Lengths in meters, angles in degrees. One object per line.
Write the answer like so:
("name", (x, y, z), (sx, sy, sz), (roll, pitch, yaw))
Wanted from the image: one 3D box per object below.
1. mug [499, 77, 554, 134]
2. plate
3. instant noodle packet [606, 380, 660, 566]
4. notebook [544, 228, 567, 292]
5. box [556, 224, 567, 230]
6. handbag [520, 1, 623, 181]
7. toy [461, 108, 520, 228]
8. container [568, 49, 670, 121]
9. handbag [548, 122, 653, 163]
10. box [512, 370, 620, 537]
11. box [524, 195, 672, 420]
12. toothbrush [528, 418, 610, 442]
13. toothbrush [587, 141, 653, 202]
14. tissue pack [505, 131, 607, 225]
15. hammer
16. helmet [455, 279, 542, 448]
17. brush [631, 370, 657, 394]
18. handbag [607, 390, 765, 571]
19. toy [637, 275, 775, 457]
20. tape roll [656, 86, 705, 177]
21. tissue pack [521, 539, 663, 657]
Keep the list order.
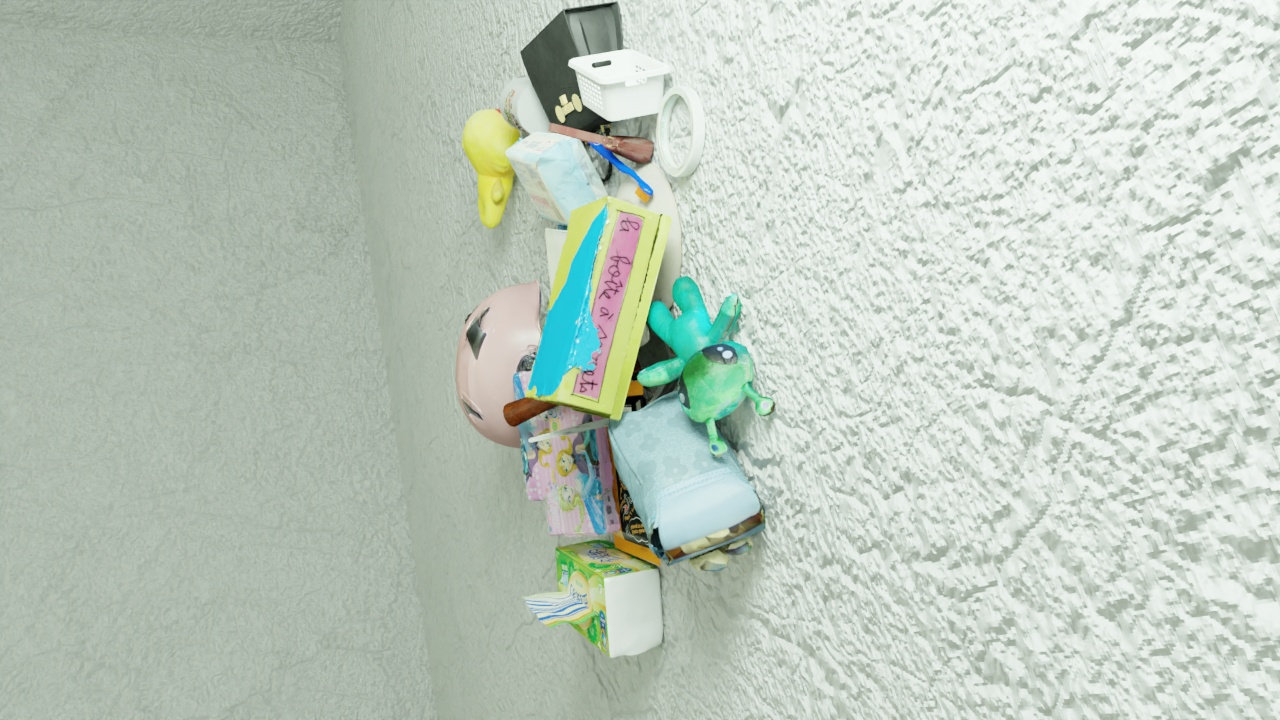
("mug", (-0.147, -0.376, 1.307), (0.105, 0.073, 0.089), (-63, 31, 8))
("plate", (-0.004, -0.136, 1.076), (0.189, 0.027, 0.188), (174, 90, -66))
("instant noodle packet", (-0.016, 0.137, 1.157), (0.160, 0.032, 0.220), (172, 92, -69))
("notebook", (-0.083, -0.093, 1.191), (0.209, 0.012, 0.153), (-157, 61, -65))
("box", (-0.095, -0.075, 1.293), (0.175, 0.033, 0.231), (-160, 66, -65))
("handbag", (-0.070, -0.325, 1.168), (0.176, 0.072, 0.196), (4, 110, 66))
("toy", (-0.242, -0.322, 1.502), (0.134, 0.092, 0.208), (-147, 53, -65))
("container", (-0.024, -0.307, 1.023), (0.129, 0.080, 0.050), (-129, 29, -56))
("handbag", (-0.048, -0.249, 1.035), (0.055, 0.119, 0.029), (32, 111, 61))
("box", (-0.107, 0.114, 1.196), (0.160, 0.035, 0.230), (-13, 83, 40))
("box", (-0.047, -0.052, 0.974), (0.124, 0.080, 0.221), (-2, 75, 66))
("toothbrush", (-0.036, 0.068, 1.002), (0.010, 0.181, 0.010), (1, 101, 64))
("toothbrush", (-0.029, -0.228, 1.070), (0.182, 0.016, 0.018), (51, 122, 47))
("tissue pack", (-0.110, -0.241, 1.213), (0.112, 0.070, 0.182), (60, 167, -26))
("hammer", (-0.068, 0.028, 1.112), (0.302, 0.028, 0.111), (-23, 84, 41))
("helmet", (-0.200, 0.007, 1.372), (0.230, 0.152, 0.256), (-117, 27, -68))
("brush", (-0.007, 0.007, 1.132), (0.151, 0.012, 0.039), (-148, 56, -61))
("handbag", (0.042, 0.128, 0.925), (0.192, 0.121, 0.119), (-123, 15, -47))
("toy", (0.063, -0.002, 0.905), (0.131, 0.072, 0.193), (-41, 49, 19))
("tape roll", (0.041, -0.241, 0.967), (0.093, 0.013, 0.093), (174, 90, -67))
("tissue pack", (-0.073, 0.309, 1.188), (0.198, 0.141, 0.120), (167, 97, -66))
